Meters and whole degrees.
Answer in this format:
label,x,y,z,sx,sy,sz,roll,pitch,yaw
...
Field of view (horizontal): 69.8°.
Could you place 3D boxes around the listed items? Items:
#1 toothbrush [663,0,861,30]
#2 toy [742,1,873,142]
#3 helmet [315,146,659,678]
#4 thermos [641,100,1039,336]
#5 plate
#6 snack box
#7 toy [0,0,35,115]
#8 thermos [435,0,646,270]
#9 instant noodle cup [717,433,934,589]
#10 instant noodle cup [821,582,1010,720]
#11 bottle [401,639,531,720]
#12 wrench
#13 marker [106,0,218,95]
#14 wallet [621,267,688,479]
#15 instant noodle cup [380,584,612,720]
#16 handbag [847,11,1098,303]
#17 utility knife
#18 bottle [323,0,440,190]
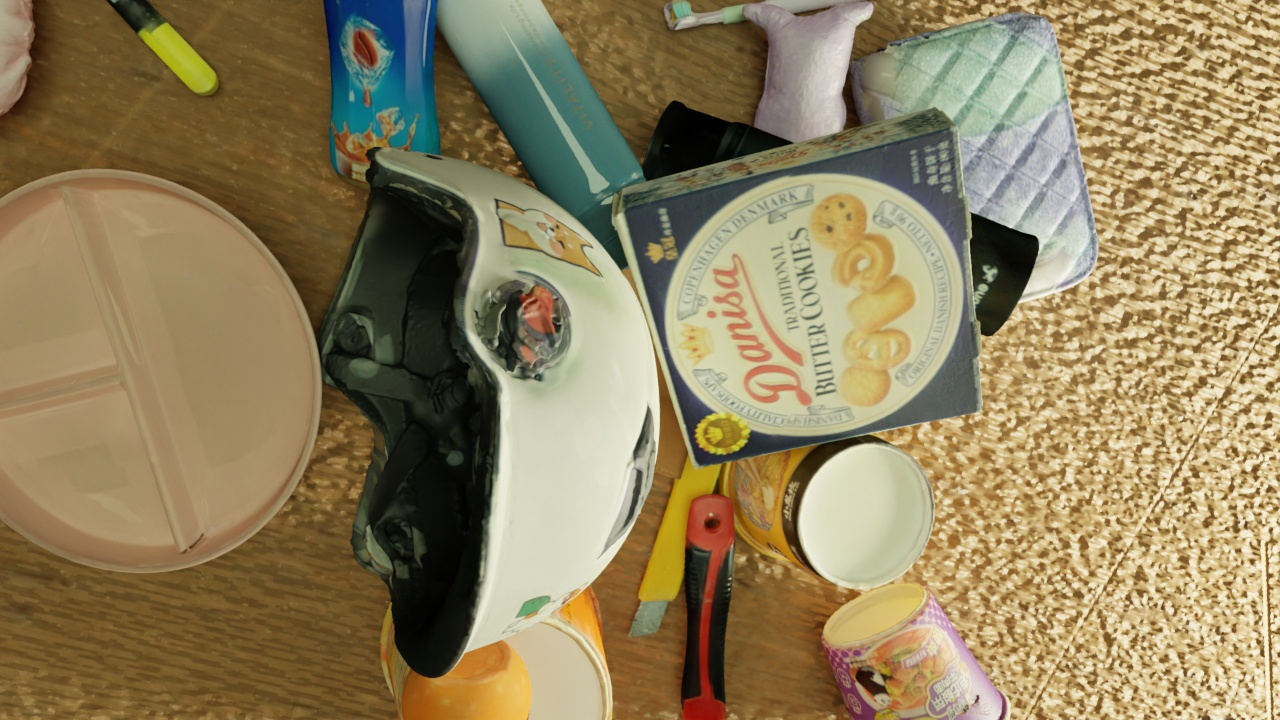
label,x,y,z,sx,sy,sz,roll,pitch,yaw
toothbrush,0.108,-0.248,0.626,0.189,0.029,0.021,-13,138,-13
toy,0.106,-0.183,0.611,0.084,0.038,0.108,5,115,7
helmet,-0.073,0.018,0.503,0.156,0.231,0.273,-5,55,-33
thermos,0.119,-0.085,0.591,0.242,0.068,0.090,23,130,6
plate,-0.291,0.008,0.524,0.229,0.028,0.229,0,99,3
snack box,0.096,-0.033,0.530,0.182,0.045,0.178,-13,121,8
toy,-0.412,-0.189,0.493,0.159,0.054,0.121,10,92,-6
thermos,-0.056,-0.155,0.558,0.070,0.070,0.220,-33,95,-9
instant noodle cup,0.126,0.089,0.613,0.118,0.114,0.118,-1,96,-14
instant noodle cup,0.186,0.220,0.647,0.111,0.111,0.099,-29,93,-9
bottle,-0.091,0.224,0.488,0.066,0.067,0.149,-2,103,-13
wrench,0.050,0.225,0.647,0.056,0.016,0.273,-4,101,-6
marker,-0.296,-0.205,0.537,0.018,0.015,0.124,-44,100,-7
wallet,-0.004,0.004,0.615,0.107,0.031,0.131,17,86,-13
instant noodle cup,-0.087,0.195,0.574,0.151,0.111,0.151,-1,96,-13
handbag,0.228,-0.130,0.637,0.134,0.075,0.194,-15,97,-6
utility knife,0.027,0.111,0.642,0.033,0.015,0.181,19,92,5
bottle,-0.142,-0.206,0.504,0.065,0.065,0.219,0,121,-13
